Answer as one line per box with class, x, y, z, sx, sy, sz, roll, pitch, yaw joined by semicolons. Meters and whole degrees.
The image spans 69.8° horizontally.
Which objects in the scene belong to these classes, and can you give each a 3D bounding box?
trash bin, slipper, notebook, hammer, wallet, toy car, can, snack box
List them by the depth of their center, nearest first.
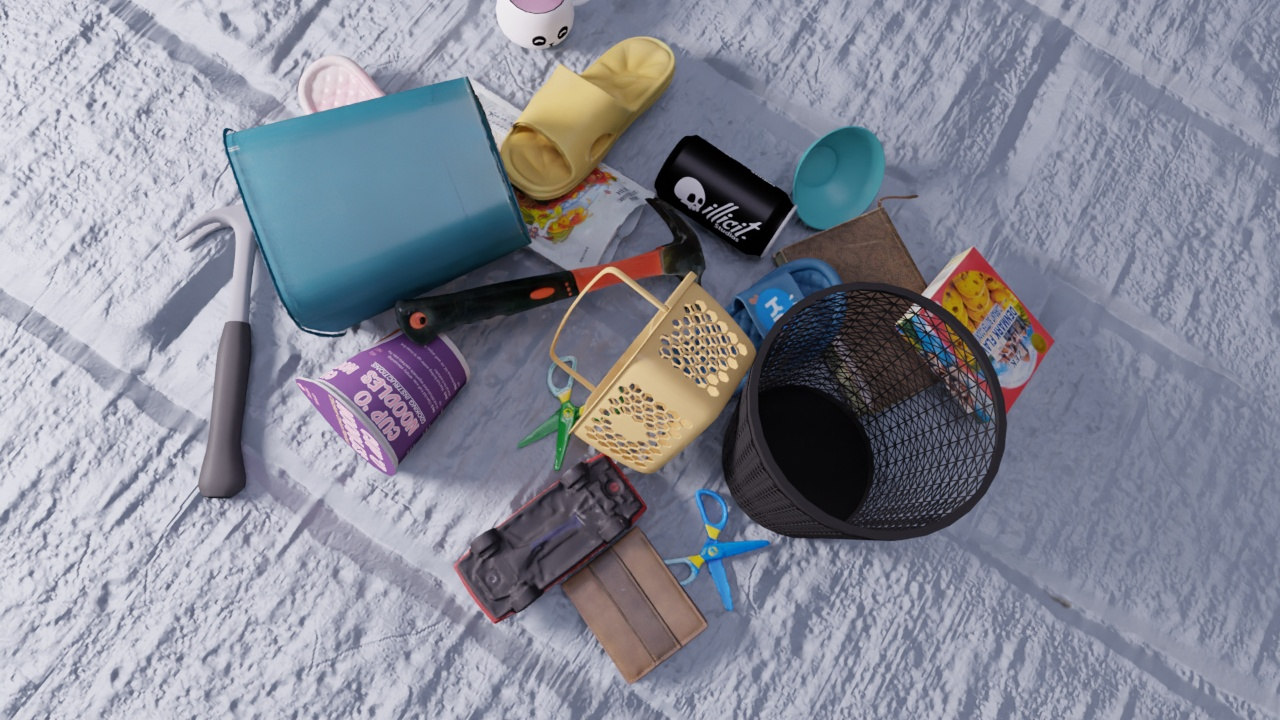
trash bin;0.181;0.073;0.864;0.217;0.244;0.216;2;73;-7
trash bin;-0.235;-0.151;0.878;0.218;0.196;0.199;-20;92;-2
toy car;-0.087;0.172;0.901;0.189;0.056;0.081;-35;79;-17
wallet;-0.006;0.241;0.902;0.098;0.027;0.121;-36;81;-10
hammer;-0.082;-0.075;0.926;0.332;0.033;0.133;-17;105;-24
hammer;-0.416;-0.016;0.933;0.125;0.030;0.310;1;74;-7
slipper;0.126;-0.027;0.971;0.213;0.059;0.104;-35;80;-1
slipper;-0.297;-0.242;0.994;0.107;0.055;0.221;-39;79;2
snack box;0.365;-0.029;0.995;0.145;0.040;0.142;49;56;-2
slipper;-0.057;-0.284;0.998;0.099;0.078;0.262;34;64;19
can;0.094;-0.181;1.017;0.146;0.080;0.080;34;72;4
notebook;0.275;-0.067;1.028;0.190;0.034;0.215;-24;78;-13

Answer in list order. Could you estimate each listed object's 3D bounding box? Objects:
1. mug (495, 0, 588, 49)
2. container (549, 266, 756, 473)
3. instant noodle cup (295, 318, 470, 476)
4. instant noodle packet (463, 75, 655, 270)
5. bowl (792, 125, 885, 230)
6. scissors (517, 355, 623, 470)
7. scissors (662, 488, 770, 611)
mug;-0.107;-0.413;1.065;0.123;0.076;0.090;-25;78;-14
container;-0.005;0.005;0.881;0.167;0.184;0.128;39;55;-2
instant noodle cup;-0.245;0.023;0.905;0.137;0.122;0.121;37;63;14
instant noodle packet;-0.130;-0.205;1.014;0.269;0.057;0.146;32;71;9
bowl;0.214;-0.214;1.046;0.121;0.121;0.046;-22;37;-13
scissors;-0.082;0.050;0.962;0.129;0.012;0.116;-31;78;-16
scissors;0.070;0.195;0.936;0.129;0.013;0.125;-16;76;-7
